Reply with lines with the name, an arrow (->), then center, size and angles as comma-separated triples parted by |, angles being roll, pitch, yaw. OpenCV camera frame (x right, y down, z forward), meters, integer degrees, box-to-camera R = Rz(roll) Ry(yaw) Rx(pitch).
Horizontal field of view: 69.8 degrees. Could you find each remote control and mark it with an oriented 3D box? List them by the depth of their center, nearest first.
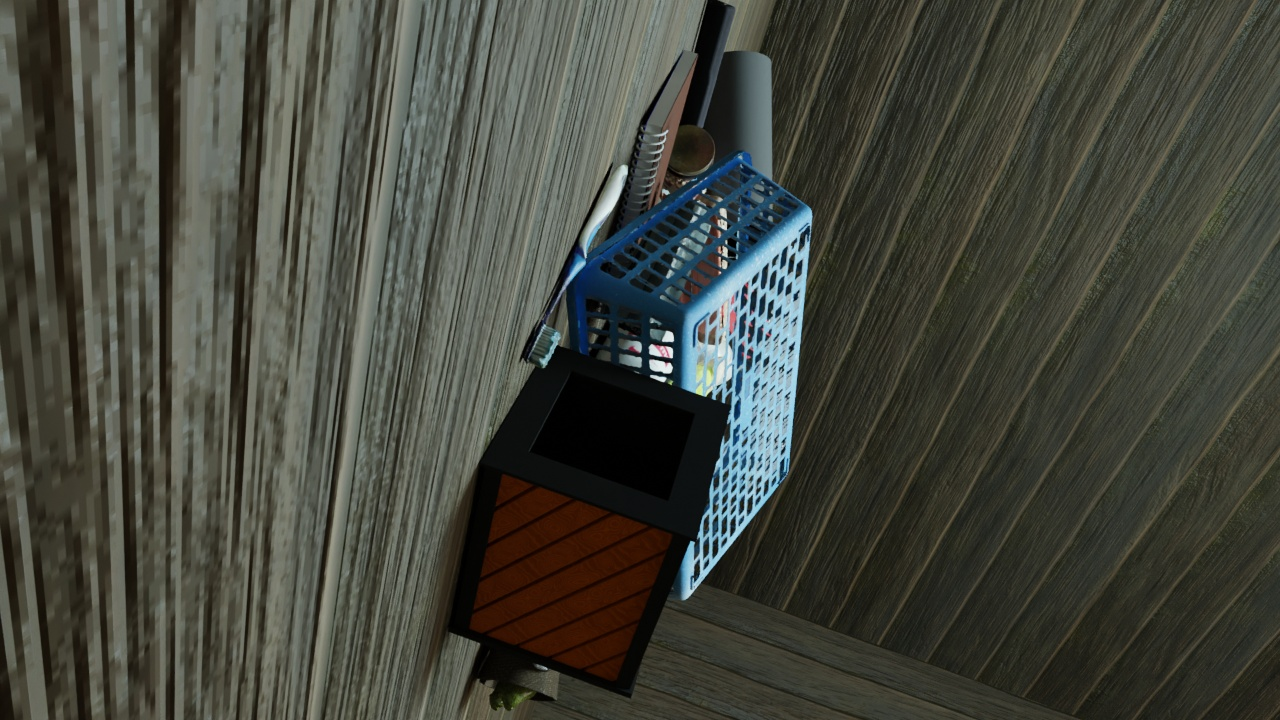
remote control -> 0.065, -0.302, 0.947 | 0.015, 0.032, 0.137 | -52, 164, -46

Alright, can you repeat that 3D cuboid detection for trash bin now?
trash bin -> -0.036, 0.114, 0.662 | 0.139, 0.140, 0.172 | -67, 175, -54

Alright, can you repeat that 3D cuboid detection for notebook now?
notebook -> 0.006, -0.162, 0.869 | 0.171, 0.022, 0.210 | -70, 178, -49

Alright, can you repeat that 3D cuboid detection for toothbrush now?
toothbrush -> -0.039, -0.070, 0.629 | 0.016, 0.017, 0.188 | 103, 7, -57

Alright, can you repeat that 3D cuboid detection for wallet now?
wallet -> 0.019, -0.082, 0.829 | 0.131, 0.054, 0.100 | -61, 173, -3

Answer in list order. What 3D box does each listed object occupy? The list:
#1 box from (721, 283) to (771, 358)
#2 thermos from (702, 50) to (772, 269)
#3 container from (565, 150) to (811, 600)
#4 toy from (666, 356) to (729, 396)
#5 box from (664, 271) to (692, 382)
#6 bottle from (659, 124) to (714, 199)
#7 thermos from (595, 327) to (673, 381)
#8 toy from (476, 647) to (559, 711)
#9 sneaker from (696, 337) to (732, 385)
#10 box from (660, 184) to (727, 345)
box -> 0.111, -0.107, 1.250 | 0.164, 0.153, 0.214 | -67, 152, -20
thermos -> 0.113, -0.229, 1.073 | 0.082, 0.082, 0.240 | 66, 24, -86
container -> 0.058, 0.031, 0.808 | 0.256, 0.089, 0.363 | -41, 142, -40
toy -> 0.062, 0.031, 1.097 | 0.115, 0.046, 0.092 | -33, 168, -38
box -> 0.030, -0.055, 1.174 | 0.036, 0.129, 0.210 | -11, 135, -33
bottle -> 0.048, -0.208, 1.002 | 0.105, 0.056, 0.056 | 98, 12, -77
thermos -> -0.006, 0.006, 1.021 | 0.219, 0.099, 0.099 | -59, 168, -60
toy -> -0.113, 0.284, 0.947 | 0.180, 0.078, 0.152 | -31, -143, 55
sneaker -> 0.058, -0.070, 1.253 | 0.242, 0.089, 0.091 | -118, -174, -49
box -> 0.055, -0.094, 0.957 | 0.187, 0.083, 0.042 | 86, 26, -43
